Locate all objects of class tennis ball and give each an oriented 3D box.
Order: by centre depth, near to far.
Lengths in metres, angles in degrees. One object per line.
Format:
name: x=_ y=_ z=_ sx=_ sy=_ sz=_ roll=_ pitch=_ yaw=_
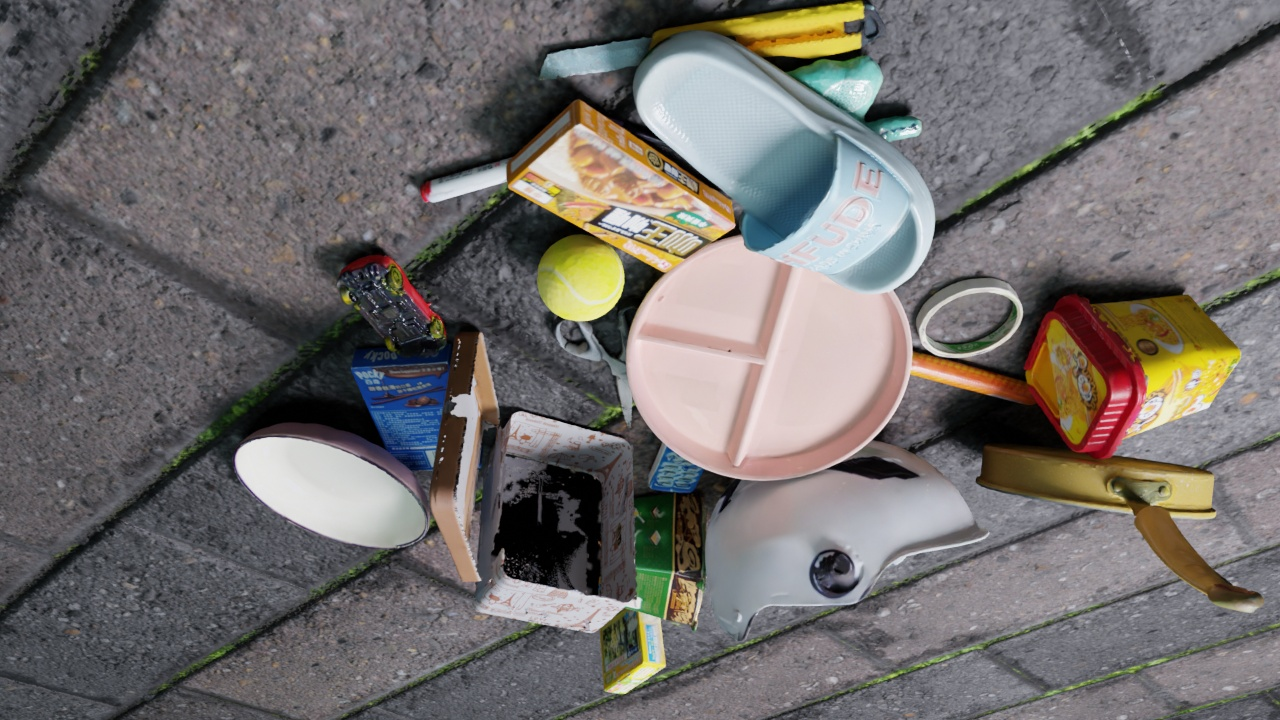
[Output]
tennis ball: x=-0.045 y=-0.062 z=0.693 sx=0.065 sy=0.065 sz=0.066 roll=-2 pitch=139 yaw=-1

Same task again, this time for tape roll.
tape roll: x=0.279 y=-0.035 z=0.779 sx=0.086 sy=0.013 sz=0.086 roll=-1 pitch=139 yaw=-1

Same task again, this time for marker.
marker: x=-0.086 y=-0.136 z=0.643 sx=0.145 sy=0.017 sz=0.017 roll=-14 pitch=138 yaw=12

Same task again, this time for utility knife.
utility knife: x=0.043 y=-0.198 z=0.581 sx=0.223 sy=0.015 sz=0.033 roll=-7 pitch=136 yaw=5

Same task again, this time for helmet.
helmet: x=0.174 y=0.147 z=0.865 sx=0.259 sy=0.146 sz=0.228 roll=-28 pitch=166 yaw=25

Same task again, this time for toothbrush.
toothbrush: x=0.037 y=-0.148 z=0.639 sx=0.189 sy=0.014 sz=0.017 roll=15 pitch=128 yaw=-19

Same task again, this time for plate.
plate: x=0.103 y=-0.001 z=0.750 sx=0.229 sy=0.028 sz=0.230 roll=2 pitch=119 yaw=4
plate: x=-0.290 y=0.116 z=0.881 sx=0.192 sy=0.038 sz=0.193 roll=9 pitch=141 yaw=8

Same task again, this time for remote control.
remote control: x=0.044 y=0.087 z=0.897 sx=0.049 sy=0.024 sz=0.125 roll=7 pitch=139 yaw=-11

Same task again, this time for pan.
pan: x=0.407 y=0.126 z=0.764 sx=0.198 sy=0.078 sz=0.357 roll=5 pitch=180 yaw=5

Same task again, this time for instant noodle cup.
instant noodle cup: x=0.410 y=0.005 z=0.767 sx=0.123 sy=0.116 sz=0.116 roll=-12 pitch=139 yaw=-7

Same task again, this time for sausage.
sausage: x=0.299 y=0.016 z=0.832 sx=0.165 sy=0.021 sz=0.022 roll=14 pitch=136 yaw=-18

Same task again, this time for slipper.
slipper: x=0.097 y=-0.117 z=0.599 sx=0.245 sy=0.074 sz=0.104 roll=32 pitch=140 yaw=-24

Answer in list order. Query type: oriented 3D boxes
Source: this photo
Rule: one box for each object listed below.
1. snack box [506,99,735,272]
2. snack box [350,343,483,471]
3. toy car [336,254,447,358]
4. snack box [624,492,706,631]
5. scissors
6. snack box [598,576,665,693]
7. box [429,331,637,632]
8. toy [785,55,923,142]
snack box: x=-0.011 y=-0.117 z=0.642 sx=0.153 sy=0.026 sz=0.075 roll=24 pitch=138 yaw=-38
snack box: x=-0.199 y=0.046 z=0.836 sx=0.084 sy=0.026 sz=0.157 roll=-3 pitch=139 yaw=1
toy car: x=-0.195 y=-0.041 z=0.733 sx=0.049 sy=0.031 sz=0.106 roll=-16 pitch=136 yaw=15
snack box: x=0.013 y=0.209 z=0.969 sx=0.105 sy=0.117 sz=0.118 roll=3 pitch=136 yaw=0
scissors: x=-0.021 y=0.005 z=0.812 sx=0.164 sy=0.014 sz=0.165 roll=17 pitch=138 yaw=-23
snack box: x=-0.014 y=0.295 z=1.042 sx=0.033 sy=0.140 sz=0.087 roll=19 pitch=134 yaw=-26
box: x=-0.107 y=0.116 z=0.809 sx=0.136 sy=0.179 sz=0.269 roll=-23 pitch=136 yaw=24
toy: x=0.141 y=-0.165 z=0.614 sx=0.096 sy=0.030 sz=0.092 roll=-9 pitch=143 yaw=5
